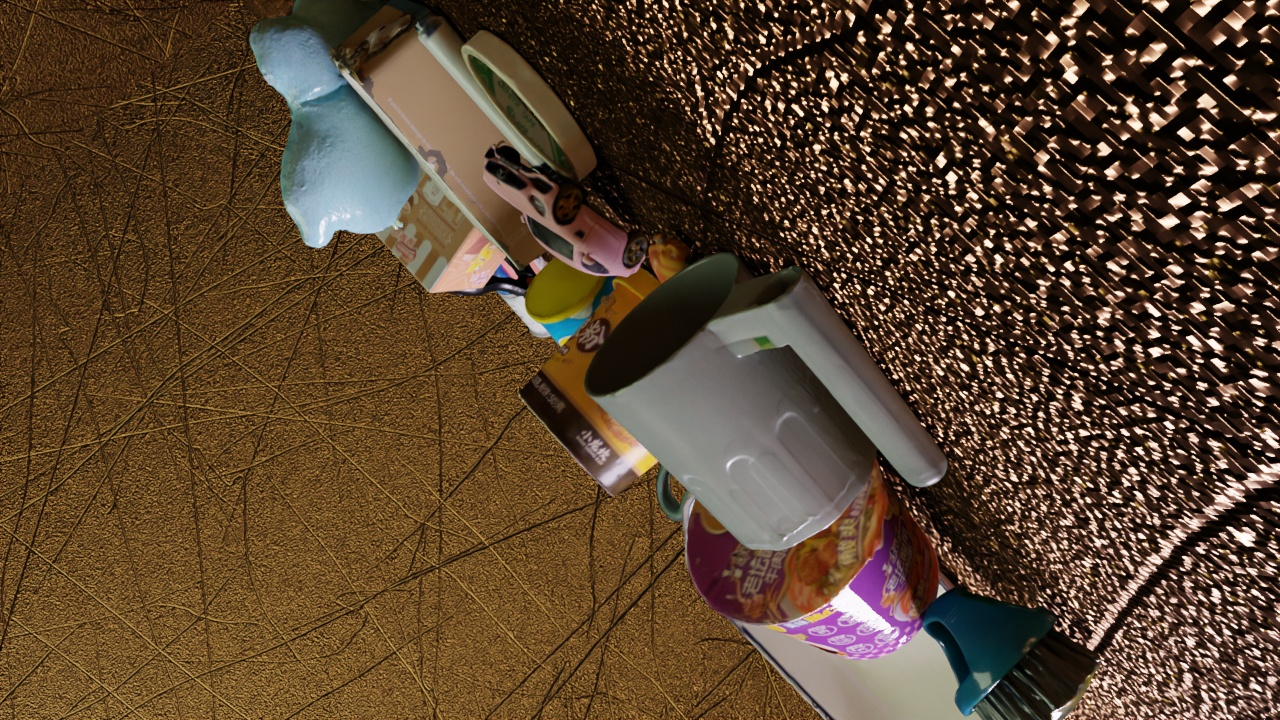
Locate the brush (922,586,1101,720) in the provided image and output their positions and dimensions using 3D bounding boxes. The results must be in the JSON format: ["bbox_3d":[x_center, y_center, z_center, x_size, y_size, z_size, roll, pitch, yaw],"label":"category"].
[{"bbox_3d":[0.168,0.142,0.435,0.073,0.055,0.144,43,174,28],"label":"brush"}]

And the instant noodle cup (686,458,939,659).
[{"bbox_3d":[0.095,0.100,0.475,0.099,0.111,0.111,41,180,-36],"label":"instant noodle cup"}]

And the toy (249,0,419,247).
[{"bbox_3d":[-0.192,-0.156,0.599,0.050,0.161,0.156,6,148,42],"label":"toy"}]

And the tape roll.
[{"bbox_3d":[-0.055,-0.125,0.457,0.086,0.014,0.086,46,176,4],"label":"tape roll"}]

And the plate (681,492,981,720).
[{"bbox_3d":[0.141,0.163,0.588,0.265,0.034,0.162,45,134,4],"label":"plate"}]

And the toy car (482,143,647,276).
[{"bbox_3d":[-0.040,-0.073,0.481,0.056,0.037,0.122,34,-176,29],"label":"toy car"}]

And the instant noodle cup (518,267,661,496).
[{"bbox_3d":[-0.007,0.017,0.603,0.118,0.114,0.118,47,176,4],"label":"instant noodle cup"}]

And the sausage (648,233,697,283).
[{"bbox_3d":[0.043,-0.011,0.479,0.021,0.021,0.165,43,174,44],"label":"sausage"}]

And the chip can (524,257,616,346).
[{"bbox_3d":[-0.004,0.004,0.737,0.210,0.071,0.071,50,175,-39],"label":"chip can"}]

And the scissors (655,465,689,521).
[{"bbox_3d":[0.062,0.103,0.732,0.172,0.019,0.177,28,132,36],"label":"scissors"}]

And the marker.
[{"bbox_3d":[-0.077,-0.136,0.511,0.131,0.022,0.018,47,147,-21],"label":"marker"}]

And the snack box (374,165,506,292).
[{"bbox_3d":[-0.159,-0.123,0.772,0.093,0.095,0.076,46,-157,13],"label":"snack box"}]

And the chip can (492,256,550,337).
[{"bbox_3d":[-0.155,-0.119,1.054,0.071,0.071,0.215,42,172,48],"label":"chip can"}]

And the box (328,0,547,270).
[{"bbox_3d":[-0.109,-0.136,0.582,0.184,0.062,0.090,48,176,-41],"label":"box"}]

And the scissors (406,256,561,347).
[{"bbox_3d":[-0.121,-0.080,0.874,0.233,0.022,0.220,12,-138,-35],"label":"scissors"}]

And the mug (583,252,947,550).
[{"bbox_3d":[0.051,0.017,0.376,0.103,0.083,0.124,47,151,-19],"label":"mug"}]
